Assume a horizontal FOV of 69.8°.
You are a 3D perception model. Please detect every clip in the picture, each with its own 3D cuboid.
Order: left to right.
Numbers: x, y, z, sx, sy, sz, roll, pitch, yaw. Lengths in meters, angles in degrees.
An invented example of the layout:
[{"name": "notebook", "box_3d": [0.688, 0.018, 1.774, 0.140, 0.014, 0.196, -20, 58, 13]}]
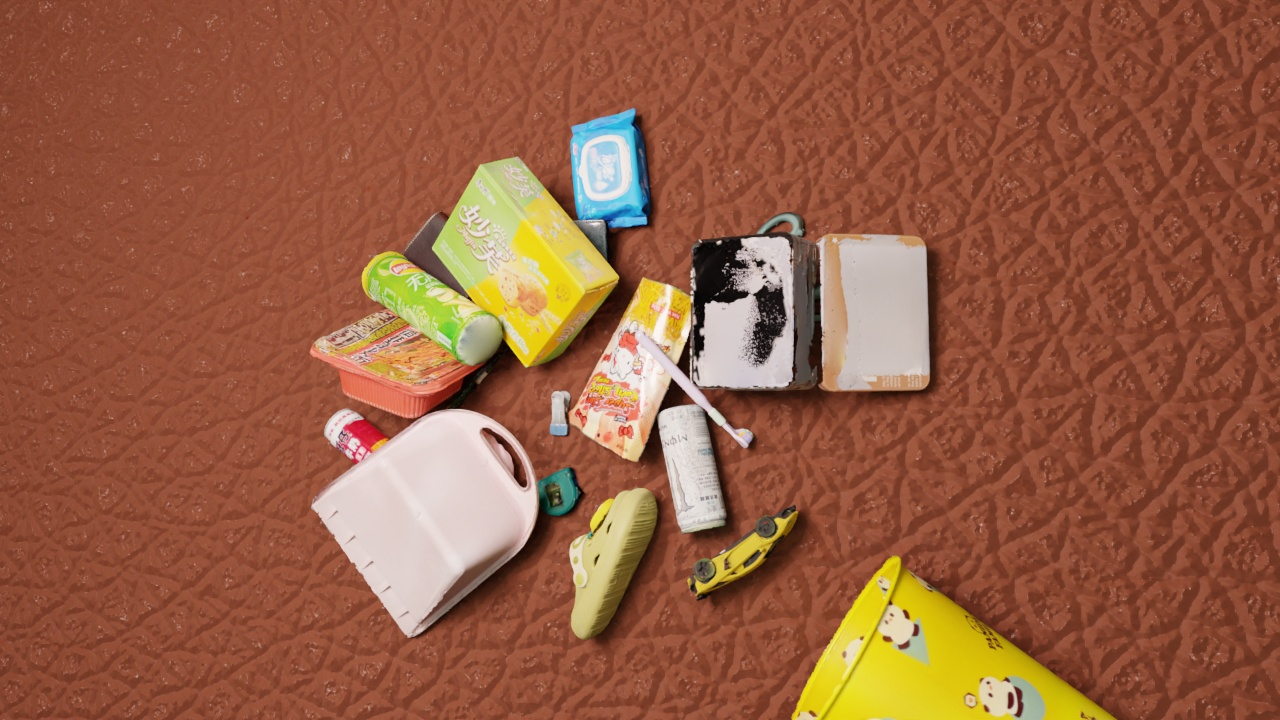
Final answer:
[{"name": "clip", "box_3d": [-0.102, 0.067, 1.163, 0.025, 0.029, 0.057, 2, 92, 18]}]

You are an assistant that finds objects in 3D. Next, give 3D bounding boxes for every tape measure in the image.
[{"name": "tape measure", "box_3d": [-0.102, 0.165, 1.142, 0.058, 0.025, 0.054, -27, 74, 11]}]

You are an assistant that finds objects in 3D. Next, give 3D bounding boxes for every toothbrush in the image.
[{"name": "toothbrush", "box_3d": [-0.213, 0.026, 1.201, 0.012, 0.017, 0.186, 42, 95, -19]}, {"name": "toothbrush", "box_3d": [0.062, 0.032, 1.070, 0.189, 0.029, 0.021, 44, 113, -11]}]

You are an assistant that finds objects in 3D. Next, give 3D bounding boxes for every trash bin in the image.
[{"name": "trash bin", "box_3d": [0.305, 0.357, 0.898, 0.255, 0.229, 0.229, 31, 90, 13]}]

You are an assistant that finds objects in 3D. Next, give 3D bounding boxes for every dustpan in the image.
[{"name": "dustpan", "box_3d": [-0.254, 0.192, 1.146, 0.222, 0.138, 0.274, 55, 135, 2]}]

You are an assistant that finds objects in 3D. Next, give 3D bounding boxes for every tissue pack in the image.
[{"name": "tissue pack", "box_3d": [-0.040, -0.243, 1.175, 0.095, 0.052, 0.157, -8, 79, 14]}]

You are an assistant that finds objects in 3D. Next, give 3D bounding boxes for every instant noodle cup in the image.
[{"name": "instant noodle cup", "box_3d": [-0.299, 0.007, 1.167, 0.189, 0.164, 0.079, 17, 116, 19]}]

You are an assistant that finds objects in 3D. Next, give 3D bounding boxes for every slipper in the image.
[{"name": "slipper", "box_3d": [-0.048, 0.233, 1.084, 0.082, 0.091, 0.190, 22, 91, 20]}]

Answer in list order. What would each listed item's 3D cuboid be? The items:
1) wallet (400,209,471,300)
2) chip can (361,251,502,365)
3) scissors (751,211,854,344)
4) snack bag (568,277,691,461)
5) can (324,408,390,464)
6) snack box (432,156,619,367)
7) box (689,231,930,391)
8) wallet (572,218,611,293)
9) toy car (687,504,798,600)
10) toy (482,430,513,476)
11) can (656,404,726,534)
[{"name": "wallet", "box_3d": [-0.264, -0.130, 1.240, 0.096, 0.020, 0.122, -47, 73, 10]}, {"name": "chip can", "box_3d": [-0.264, -0.067, 1.163, 0.221, 0.072, 0.072, 32, 91, 35]}, {"name": "scissors", "box_3d": [0.194, -0.088, 1.101, 0.179, 0.019, 0.172, 17, 85, 17]}, {"name": "snack bag", "box_3d": [-0.007, 0.007, 1.115, 0.129, 0.073, 0.208, 25, 89, 42]}, {"name": "can", "box_3d": [-0.352, 0.119, 1.206, 0.133, 0.053, 0.053, 34, 91, 18]}, {"name": "snack box", "box_3d": [-0.146, -0.120, 1.129, 0.210, 0.069, 0.158, 50, 130, 10]}, {"name": "box", "box_3d": [0.190, -0.053, 1.036, 0.274, 0.124, 0.178, 0, 88, 9]}, {"name": "wallet", "box_3d": [-0.097, -0.132, 1.170, 0.121, 0.019, 0.097, 1, 109, 15]}, {"name": "toy car", "box_3d": [0.119, 0.219, 1.045, 0.156, 0.071, 0.041, -38, 72, 7]}, {"name": "toy", "box_3d": [-0.234, 0.158, 1.169, 0.121, 0.054, 0.160, 44, 102, 15]}, {"name": "can", "box_3d": [0.061, 0.128, 1.083, 0.058, 0.058, 0.146, -14, 78, 13]}]
